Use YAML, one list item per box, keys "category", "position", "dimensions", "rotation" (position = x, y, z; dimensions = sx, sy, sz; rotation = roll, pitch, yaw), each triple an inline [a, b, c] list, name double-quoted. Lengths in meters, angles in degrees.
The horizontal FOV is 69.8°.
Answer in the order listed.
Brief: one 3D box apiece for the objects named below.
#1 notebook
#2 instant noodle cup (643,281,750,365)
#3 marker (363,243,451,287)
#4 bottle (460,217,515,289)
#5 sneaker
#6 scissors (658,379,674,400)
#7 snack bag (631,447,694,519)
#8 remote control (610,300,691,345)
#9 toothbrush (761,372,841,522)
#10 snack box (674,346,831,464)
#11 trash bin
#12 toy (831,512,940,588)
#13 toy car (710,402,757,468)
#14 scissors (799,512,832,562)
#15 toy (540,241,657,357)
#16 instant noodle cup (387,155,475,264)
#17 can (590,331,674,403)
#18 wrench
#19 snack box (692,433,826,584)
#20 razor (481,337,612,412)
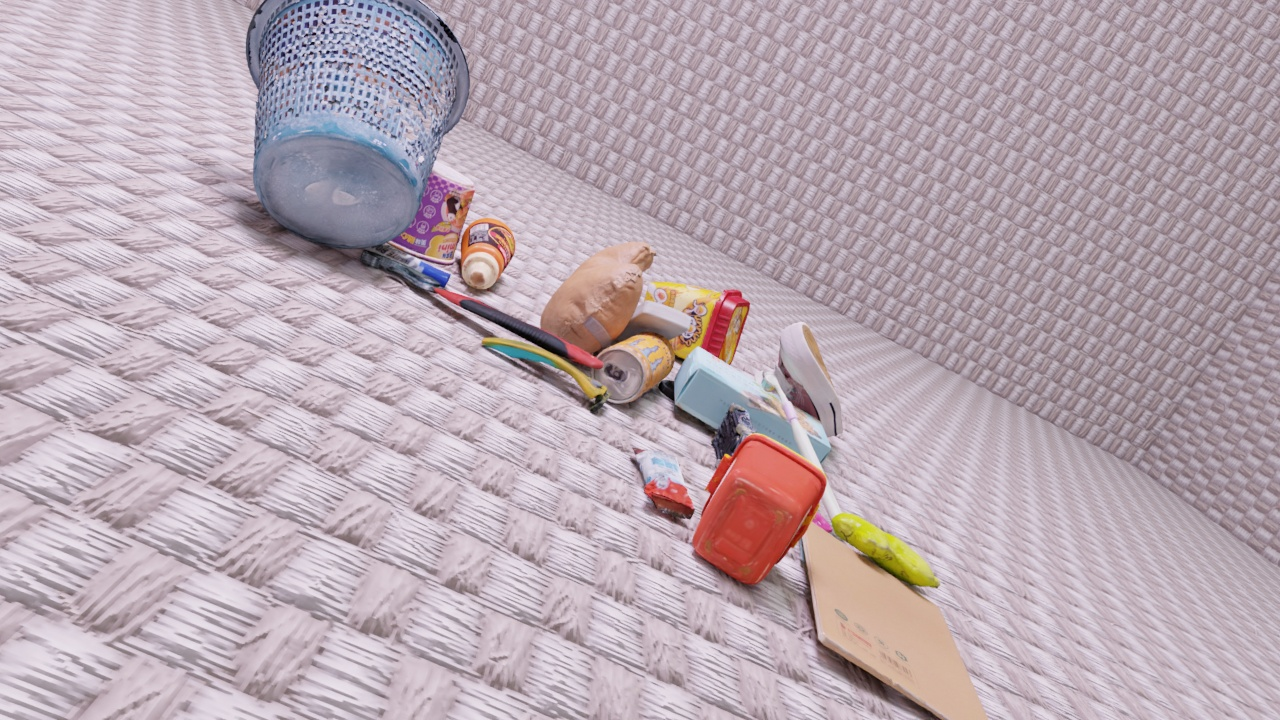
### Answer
- category: "notebook"
  position: [0.190, 0.200, 0.702]
  dimensions: [0.148, 0.008, 0.207]
  rotation: [34, 13, -2]
- category: "instant noodle cup"
  position: [0.067, -0.052, 1.228]
  dimensions: [0.124, 0.116, 0.116]
  rotation: [20, 11, 18]
- category: "marker"
  position: [-0.271, -0.116, 0.973]
  dimensions: [0.145, 0.017, 0.017]
  rotation: [26, 14, -10]
- category: "bottle"
  position: [-0.184, -0.121, 1.081]
  dimensions: [0.066, 0.067, 0.149]
  rotation: [25, 21, -14]
- category: "sneaker"
  position: [0.186, 0.039, 1.099]
  dimensions: [0.241, 0.088, 0.118]
  rotation: [57, 16, -59]
- category: "scissors"
  position: [0.060, 0.031, 1.090]
  dimensions: [0.133, 0.014, 0.175]
  rotation: [24, 15, -21]
- category: "snack bag"
  position: [0.018, 0.094, 0.743]
  dimensions: [0.045, 0.026, 0.105]
  rotation: [16, 15, -10]
- category: "remote control"
  position: [0.004, -0.037, 1.051]
  dimensions: [0.058, 0.021, 0.150]
  rotation: [20, -17, -17]
- category: "toothbrush"
  position: [0.162, 0.089, 0.914]
  dimensions: [0.029, 0.020, 0.189]
  rotation: [49, 16, -51]
- category: "snack box"
  position: [0.119, 0.057, 0.994]
  dimensions: [0.175, 0.052, 0.074]
  rotation: [31, 18, -8]
- category: "trash bin"
  position: [-0.290, -0.228, 0.911]
  dimensions: [0.226, 0.227, 0.194]
  rotation: [20, 48, -29]
- category: "toy"
  position: [0.218, 0.169, 0.823]
  dimensions: [0.100, 0.031, 0.097]
  rotation: [35, -1, -41]
- category: "toy car"
  position: [0.094, 0.079, 0.905]
  dimensions: [0.031, 0.049, 0.105]
  rotation: [25, 15, -5]
- category: "scissors"
  position: [0.138, 0.146, 0.811]
  dimensions: [0.108, 0.017, 0.135]
  rotation: [37, 16, 4]
- category: "toy"
  position: [-0.041, -0.077, 1.022]
  dimensions: [0.082, 0.144, 0.225]
  rotation: [54, 20, -13]
- category: "instant noodle cup"
  position: [-0.251, -0.181, 1.081]
  dimensions: [0.111, 0.099, 0.111]
  rotation: [28, 15, -8]
- category: "can"
  position: [-0.006, 0.006, 0.957]
  dimensions: [0.058, 0.058, 0.145]
  rotation: [30, 13, 8]
- category: "wrench"
  position: [-0.157, -0.050, 0.904]
  dimensions: [0.273, 0.016, 0.056]
  rotation: [25, 6, 12]
- category: "snack box"
  position: [0.083, 0.112, 0.680]
  dimensions: [0.082, 0.091, 0.080]
  rotation: [31, 21, 12]
- category: "razor"
  position: [-0.089, 0.007, 0.865]
  dimensions: [0.132, 0.028, 0.043]
  rotation: [27, 17, 4]
